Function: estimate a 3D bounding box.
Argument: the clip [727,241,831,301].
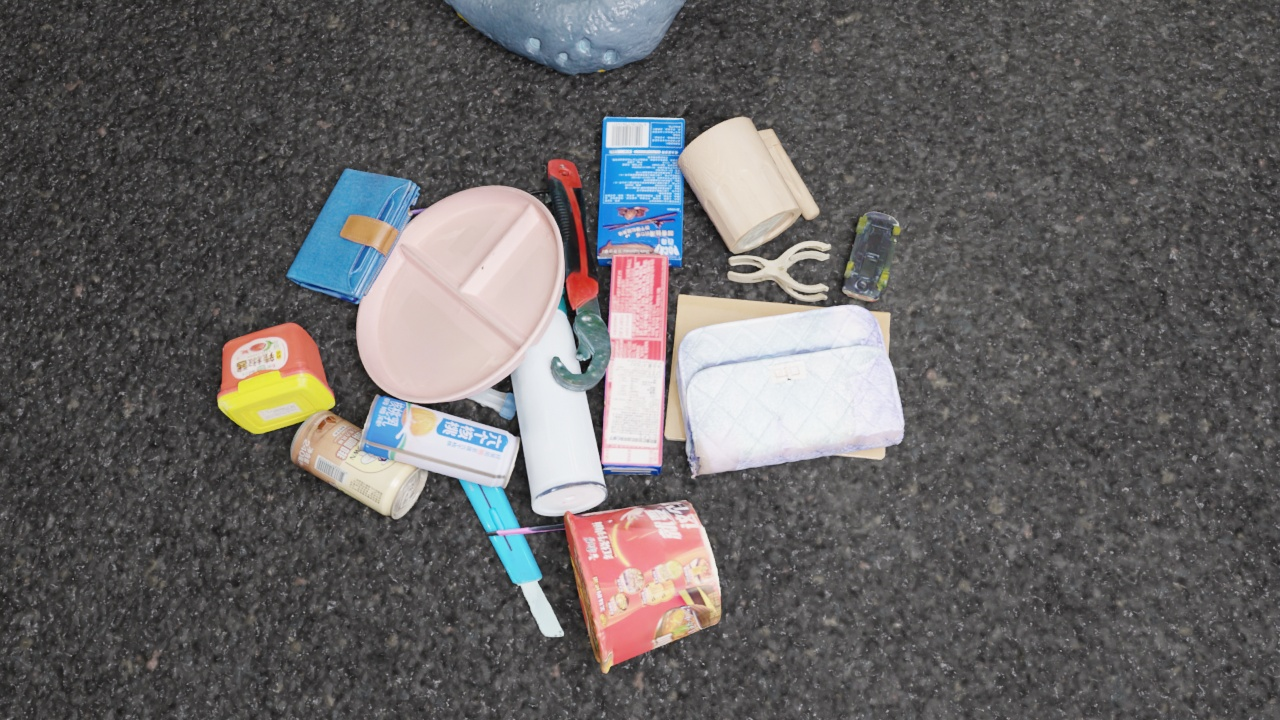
[{"bbox_3d":[0.142,-0.077,0.896,0.103,0.035,0.092,-19,74,2],"label":"clip"}]

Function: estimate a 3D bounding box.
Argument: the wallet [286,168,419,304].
[{"bbox_3d":[-0.287,-0.127,0.916,0.106,0.040,0.133,16,75,29],"label":"wallet"}]

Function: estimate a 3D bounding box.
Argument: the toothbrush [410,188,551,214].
[{"bbox_3d":[-0.161,-0.159,0.942,0.189,0.014,0.016,-7,87,1],"label":"toothbrush"}]

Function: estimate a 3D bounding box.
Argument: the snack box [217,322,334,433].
[{"bbox_3d":[-0.347,0.016,0.872,0.091,0.082,0.080,-18,61,-3],"label":"snack box"}]

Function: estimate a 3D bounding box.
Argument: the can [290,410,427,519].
[{"bbox_3d":[-0.262,0.096,0.853,0.116,0.058,0.058,27,77,9],"label":"can"}]

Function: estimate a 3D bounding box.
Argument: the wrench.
[{"bbox_3d":[-0.063,-0.090,0.873,0.056,0.016,0.272,5,57,-18],"label":"wrench"}]

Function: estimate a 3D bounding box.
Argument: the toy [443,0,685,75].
[{"bbox_3d":[-0.049,-0.369,0.942,0.356,0.091,0.138,-8,100,8],"label":"toy"}]

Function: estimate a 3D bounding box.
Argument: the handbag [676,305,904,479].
[{"bbox_3d":[0.130,0.026,0.837,0.194,0.075,0.134,-10,75,1],"label":"handbag"}]

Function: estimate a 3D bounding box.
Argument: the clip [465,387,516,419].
[{"bbox_3d":[-0.145,0.037,0.886,0.057,0.031,0.025,21,79,-1],"label":"clip"}]

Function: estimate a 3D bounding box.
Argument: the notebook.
[{"bbox_3d":[0.133,0.014,0.884,0.208,0.008,0.147,5,75,4],"label":"notebook"}]

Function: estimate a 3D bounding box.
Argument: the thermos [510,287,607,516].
[{"bbox_3d":[-0.086,0.027,0.844,0.073,0.073,0.224,-13,62,-1],"label":"thermos"}]

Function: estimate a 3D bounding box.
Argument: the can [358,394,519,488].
[{"bbox_3d":[-0.180,0.074,0.827,0.134,0.053,0.053,17,75,-11],"label":"can"}]

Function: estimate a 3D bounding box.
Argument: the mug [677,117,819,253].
[{"bbox_3d":[0.111,-0.173,0.900,0.124,0.084,0.103,-19,76,-38],"label":"mug"}]

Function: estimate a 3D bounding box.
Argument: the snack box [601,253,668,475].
[{"bbox_3d":[-0.005,0.005,0.868,0.058,0.057,0.207,2,75,0],"label":"snack box"}]

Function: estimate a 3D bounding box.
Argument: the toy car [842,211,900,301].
[{"bbox_3d":[0.224,-0.102,0.897,0.042,0.035,0.090,17,76,5],"label":"toy car"}]

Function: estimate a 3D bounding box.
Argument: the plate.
[{"bbox_3d":[-0.169,-0.062,0.868,0.230,0.028,0.229,-11,62,21],"label":"plate"}]

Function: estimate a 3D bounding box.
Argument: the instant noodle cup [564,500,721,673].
[{"bbox_3d":[0.002,0.182,0.784,0.108,0.138,0.137,-13,74,-10],"label":"instant noodle cup"}]

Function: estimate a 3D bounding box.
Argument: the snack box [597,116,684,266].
[{"bbox_3d":[0.001,-0.171,0.930,0.084,0.026,0.157,1,75,2],"label":"snack box"}]

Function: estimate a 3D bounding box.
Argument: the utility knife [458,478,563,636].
[{"bbox_3d":[-0.122,0.166,0.849,0.034,0.018,0.199,-28,77,-6],"label":"utility knife"}]

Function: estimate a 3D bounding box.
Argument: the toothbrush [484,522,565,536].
[{"bbox_3d":[-0.048,0.148,0.844,0.189,0.014,0.017,-4,64,-5],"label":"toothbrush"}]
